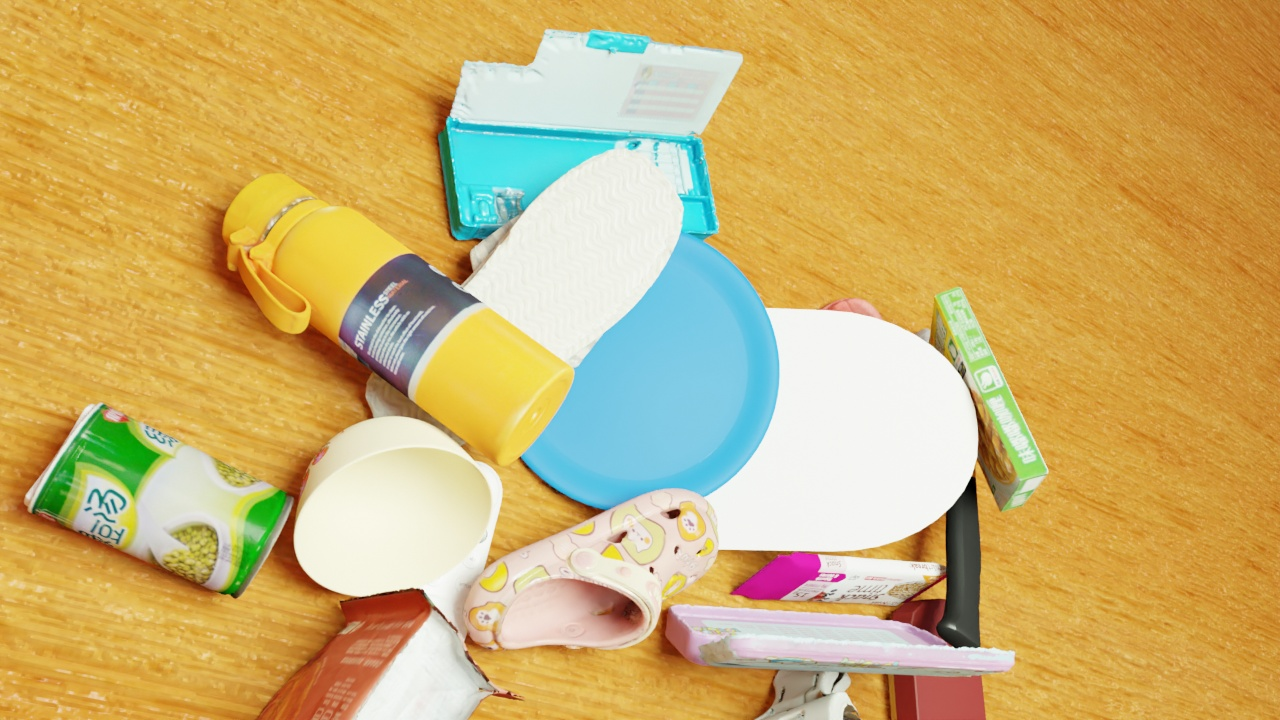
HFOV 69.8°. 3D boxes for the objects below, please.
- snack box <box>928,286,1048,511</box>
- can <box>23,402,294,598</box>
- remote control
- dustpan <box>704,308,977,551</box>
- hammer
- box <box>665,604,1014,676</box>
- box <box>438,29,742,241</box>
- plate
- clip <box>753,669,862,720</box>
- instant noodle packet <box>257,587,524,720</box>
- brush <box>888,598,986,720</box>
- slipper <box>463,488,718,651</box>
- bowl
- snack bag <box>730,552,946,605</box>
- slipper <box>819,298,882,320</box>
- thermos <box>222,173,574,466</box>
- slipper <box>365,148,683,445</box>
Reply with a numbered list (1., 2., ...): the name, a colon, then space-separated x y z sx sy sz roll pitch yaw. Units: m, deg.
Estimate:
1. snack box: 0.291 0.037 0.786 0.027 0.132 0.168 -20 67 7
2. can: -0.267 0.080 0.517 0.121 0.067 0.067 32 60 -20
3. remote control: -0.127 0.134 0.620 0.043 0.013 0.136 23 64 -24
4. dustpan: 0.140 0.058 0.753 0.257 0.053 0.191 2 81 -5
5. hammer: 0.289 0.113 0.825 0.127 0.029 0.322 35 44 -16
6. box: 0.136 0.204 0.656 0.214 0.151 0.040 8 77 -16
7. box: -0.040 -0.174 0.726 0.226 0.086 0.168 -3 111 -29
8. plate: -0.004 0.004 0.703 0.224 0.024 0.224 2 79 -10
9. clip: 0.116 0.283 0.665 0.151 0.127 0.105 -7 70 -58
10. instant noodle packet: -0.184 0.227 0.463 0.084 0.165 0.220 50 55 -11
11. brush: 0.250 0.294 0.785 0.082 0.042 0.173 11 69 -29
12. slipper: -0.019 0.158 0.624 0.196 0.093 0.081 -15 40 -29
13. bowl: -0.160 0.078 0.574 0.117 0.118 0.074 3 31 -31
14. snack bag: 0.172 0.183 0.758 0.196 0.070 0.016 11 49 -29
15. slipper: 0.158 0.029 0.804 0.103 0.059 0.248 51 57 -8
16. thermos: -0.157 -0.030 0.569 0.232 0.076 0.091 36 12 8
17. slipper: -0.079 -0.042 0.657 0.114 0.054 0.272 44 76 -3
